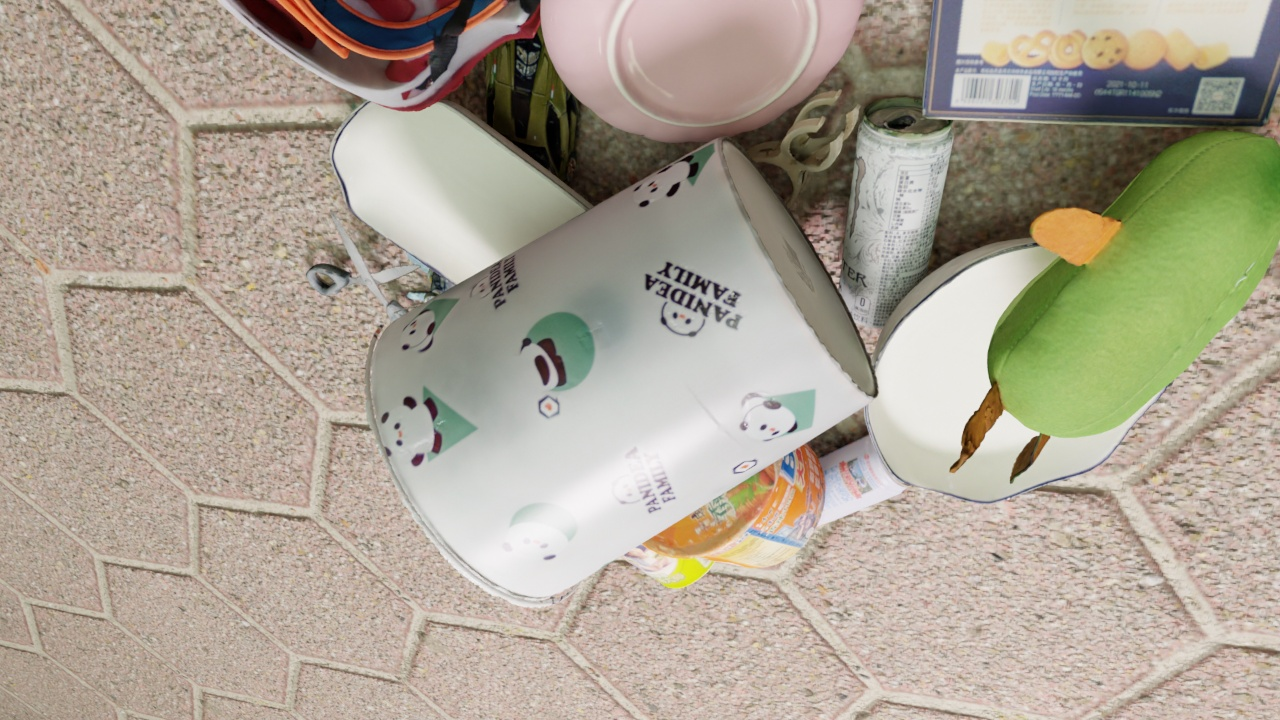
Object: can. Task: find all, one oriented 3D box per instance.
[{"bbox_3d":[0.166,-0.094,0.607,0.058,0.058,0.147,10,131,15],"label":"can"},{"bbox_3d":[0.163,0.107,0.777,0.053,0.053,0.135,44,130,-15],"label":"can"}]

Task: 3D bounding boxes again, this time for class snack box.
[{"bbox_3d":[0.249,-0.216,0.480,0.178,0.045,0.183,7,130,17],"label":"snack box"}]

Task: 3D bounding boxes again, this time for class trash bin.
[{"bbox_3d":[-0.003,0.003,0.591,0.252,0.229,0.229,-30,113,20],"label":"trash bin"}]

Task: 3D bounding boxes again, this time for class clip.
[{"bbox_3d":[0.104,-0.139,0.600,0.070,0.034,0.100,35,158,-8],"label":"clip"}]

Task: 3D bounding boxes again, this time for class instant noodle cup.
[{"bbox_3d":[0.072,0.096,0.737,0.152,0.151,0.111,-15,149,32],"label":"instant noodle cup"},{"bbox_3d":[0.010,0.145,0.845,0.112,0.111,0.123,-24,123,35],"label":"instant noodle cup"}]

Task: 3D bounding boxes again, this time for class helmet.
[{"bbox_3d":[-0.137,-0.281,0.518,0.241,0.143,0.207,-29,141,27],"label":"helmet"}]

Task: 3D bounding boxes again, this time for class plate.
[{"bbox_3d":[-0.103,-0.105,0.694,0.265,0.034,0.162,34,141,-23],"label":"plate"},{"bbox_3d":[0.039,-0.194,0.532,0.192,0.039,0.193,-5,146,-4],"label":"plate"},{"bbox_3d":[0.250,0.006,0.623,0.205,0.045,0.205,-2,123,-4],"label":"plate"}]

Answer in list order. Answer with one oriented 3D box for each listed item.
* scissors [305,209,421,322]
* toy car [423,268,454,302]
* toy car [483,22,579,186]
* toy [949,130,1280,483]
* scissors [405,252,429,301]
[{"bbox_3d":[-0.232,-0.065,0.797,0.179,0.014,0.159,-3,139,47],"label":"scissors"},{"bbox_3d":[-0.169,-0.041,0.786,0.034,0.042,0.091,5,133,-6],"label":"toy car"},{"bbox_3d":[-0.078,-0.178,0.653,0.070,0.042,0.158,17,135,10],"label":"toy car"},{"bbox_3d":[0.270,-0.028,0.522,0.226,0.090,0.247,22,112,-46],"label":"toy"},{"bbox_3d":[-0.147,-0.058,0.799,0.133,0.017,0.119,39,133,-6],"label":"scissors"}]
